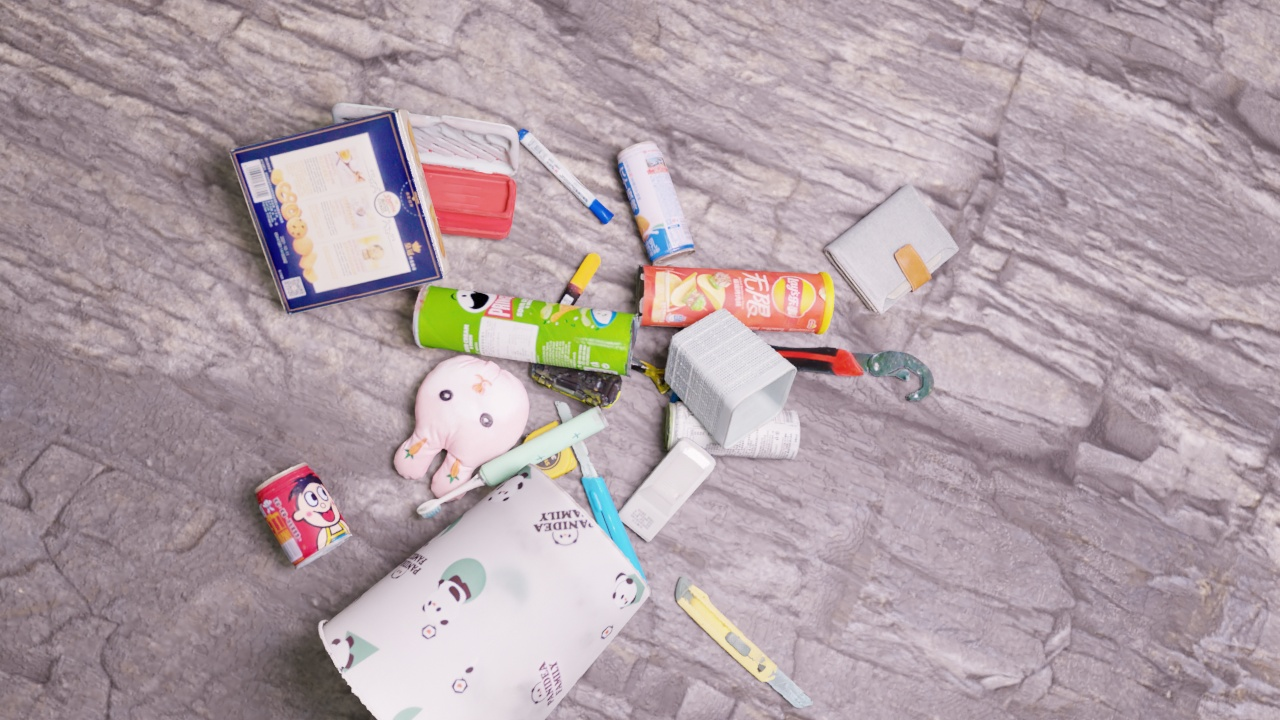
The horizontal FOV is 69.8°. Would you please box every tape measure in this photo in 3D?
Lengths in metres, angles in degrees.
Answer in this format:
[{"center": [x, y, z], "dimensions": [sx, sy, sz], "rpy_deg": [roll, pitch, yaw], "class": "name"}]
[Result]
[{"center": [-0.103, 0.104, 1.014], "dimensions": [0.057, 0.029, 0.060], "rpy_deg": [-26, 79, -6], "class": "tape measure"}]

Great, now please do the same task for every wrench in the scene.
[{"center": [0.208, 0.005, 1.062], "dimensions": [0.273, 0.016, 0.056], "rpy_deg": [8, 82, -5], "class": "wrench"}]

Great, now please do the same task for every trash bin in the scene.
[{"center": [-0.142, 0.252, 0.905], "dimensions": [0.251, 0.230, 0.229], "rpy_deg": [-43, 89, -15], "class": "trash bin"}]

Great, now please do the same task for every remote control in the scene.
[{"center": [0.028, 0.141, 0.999], "dimensions": [0.049, 0.024, 0.125], "rpy_deg": [38, 113, 1], "class": "remote control"}]

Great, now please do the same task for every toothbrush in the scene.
[{"center": [-0.137, 0.110, 0.983], "dimensions": [0.224, 0.027, 0.026], "rpy_deg": [-27, 46, -6], "class": "toothbrush"}]

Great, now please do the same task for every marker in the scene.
[{"center": [-0.087, -0.213, 1.059], "dimensions": [0.146, 0.017, 0.017], "rpy_deg": [44, 81, 1], "class": "marker"}, {"center": [-0.082, -0.068, 1.044], "dimensions": [0.018, 0.015, 0.123], "rpy_deg": [32, 84, 0], "class": "marker"}]

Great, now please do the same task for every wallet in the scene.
[{"center": [0.297, -0.129, 1.075], "dimensions": [0.129, 0.037, 0.106], "rpy_deg": [-38, 87, -8], "class": "wallet"}]

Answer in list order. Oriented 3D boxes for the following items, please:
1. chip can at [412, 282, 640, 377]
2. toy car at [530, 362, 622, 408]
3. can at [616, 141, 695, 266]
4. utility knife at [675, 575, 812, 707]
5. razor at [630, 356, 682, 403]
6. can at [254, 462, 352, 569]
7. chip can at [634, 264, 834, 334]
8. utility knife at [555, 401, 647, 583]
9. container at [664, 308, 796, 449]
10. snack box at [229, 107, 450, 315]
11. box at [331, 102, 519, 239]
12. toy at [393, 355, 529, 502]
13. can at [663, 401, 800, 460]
[{"center": [-0.121, -0.032, 0.990], "dimensions": [0.236, 0.072, 0.072], "rpy_deg": [9, 82, 4], "class": "chip can"}, {"center": [-0.071, 0.019, 1.026], "dimensions": [0.105, 0.032, 0.048], "rpy_deg": [22, 75, 9], "class": "toy car"}, {"center": [0.017, -0.178, 1.045], "dimensions": [0.053, 0.053, 0.134], "rpy_deg": [-18, 85, -7], "class": "can"}, {"center": [0.112, 0.317, 1.020], "dimensions": [0.201, 0.021, 0.031], "rpy_deg": [43, 87, -4], "class": "utility knife"}, {"center": [-0.006, 0.006, 1.039], "dimensions": [0.143, 0.022, 0.043], "rpy_deg": [26, 118, -1], "class": "razor"}, {"center": [-0.356, 0.162, 0.965], "dimensions": [0.066, 0.066, 0.094], "rpy_deg": [-31, 87, -8], "class": "can"}, {"center": [0.103, -0.068, 1.033], "dimensions": [0.216, 0.073, 0.073], "rpy_deg": [1, 83, -4], "class": "chip can"}, {"center": [-0.047, 0.152, 1.016], "dimensions": [0.018, 0.034, 0.234], "rpy_deg": [-15, 81, -50], "class": "utility knife"}, {"center": [0.089, 0.016, 0.974], "dimensions": [0.089, 0.090, 0.111], "rpy_deg": [-31, 61, -26], "class": "container"}, {"center": [-0.313, -0.156, 0.973], "dimensions": [0.182, 0.045, 0.178], "rpy_deg": [-12, 106, 3], "class": "snack box"}, {"center": [-0.237, -0.207, 1.002], "dimensions": [0.201, 0.100, 0.110], "rpy_deg": [7, 72, -4], "class": "box"}, {"center": [-0.196, 0.074, 1.000], "dimensions": [0.121, 0.054, 0.159], "rpy_deg": [30, 90, -1], "class": "toy"}, {"center": [0.101, 0.078, 1.021], "dimensions": [0.146, 0.058, 0.058], "rpy_deg": [4, 83, -5], "class": "can"}]
